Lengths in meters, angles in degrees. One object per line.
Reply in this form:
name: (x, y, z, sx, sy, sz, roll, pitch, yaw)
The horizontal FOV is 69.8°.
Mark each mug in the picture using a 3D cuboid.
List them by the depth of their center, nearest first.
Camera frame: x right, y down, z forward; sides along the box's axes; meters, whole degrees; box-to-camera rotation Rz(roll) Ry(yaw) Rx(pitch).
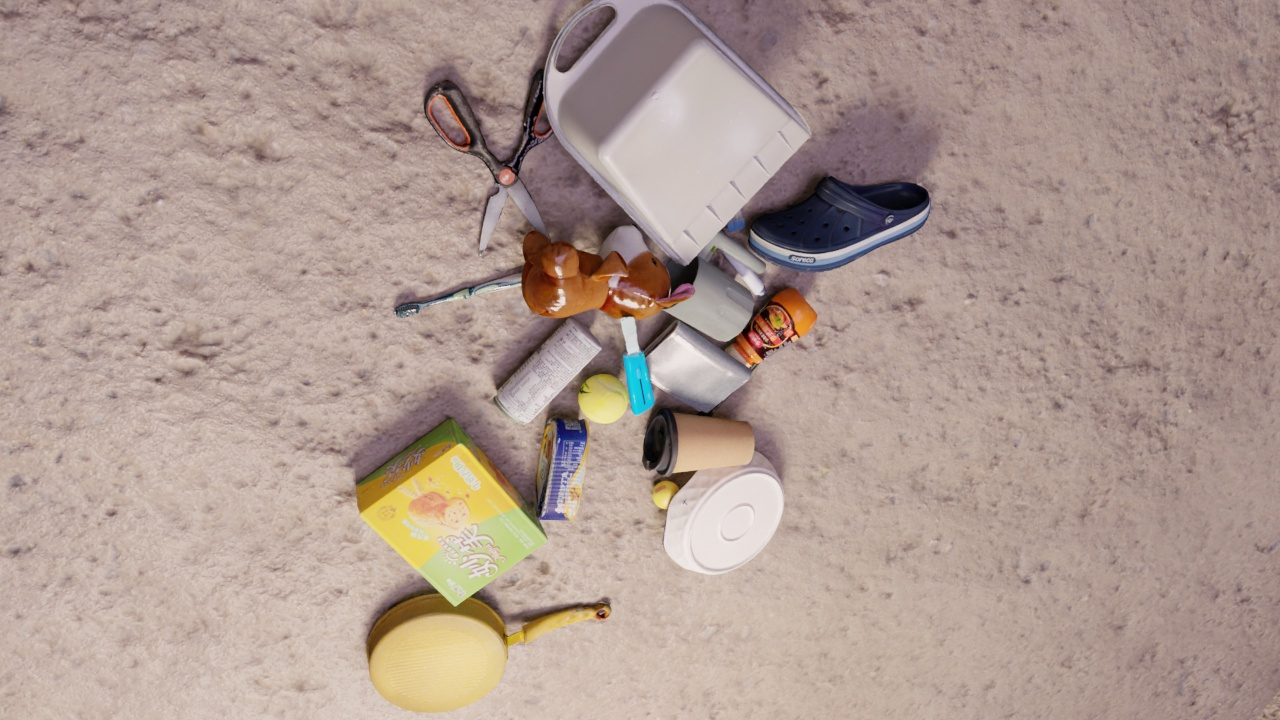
mug: (0.094, -0.097, 1.171, 0.103, 0.083, 0.124, 29, 100, -31)

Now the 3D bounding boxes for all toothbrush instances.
toothbrush: (-0.203, -0.081, 1.108, 0.191, 0.018, 0.016, -16, 119, -12)
toothbrush: (0.142, 0.019, 1.287, 0.017, 0.012, 0.186, 39, 98, -20)

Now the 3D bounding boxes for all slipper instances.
slipper: (0.262, -0.187, 1.173, 0.252, 0.105, 0.095, -16, 127, -15)

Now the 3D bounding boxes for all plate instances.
plate: (0.130, 0.229, 1.342, 0.204, 0.045, 0.205, -16, 122, -28)

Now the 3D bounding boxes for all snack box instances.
snack box: (-0.244, 0.201, 1.202, 0.157, 0.070, 0.210, -35, 121, -1)

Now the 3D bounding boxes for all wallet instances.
wallet: (0.066, 0.011, 1.229, 0.129, 0.036, 0.107, 32, 126, -23)

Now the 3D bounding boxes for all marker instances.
marker: (0.127, -0.132, 1.202, 0.023, 0.018, 0.130, -32, 123, 19)

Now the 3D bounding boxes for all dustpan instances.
dustpan: (0.024, -0.280, 1.042, 0.223, 0.142, 0.257, -46, 138, 9)

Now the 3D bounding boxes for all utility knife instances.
utility knife: (-0.007, 0.007, 1.165, 0.034, 0.018, 0.223, -23, 148, -8)

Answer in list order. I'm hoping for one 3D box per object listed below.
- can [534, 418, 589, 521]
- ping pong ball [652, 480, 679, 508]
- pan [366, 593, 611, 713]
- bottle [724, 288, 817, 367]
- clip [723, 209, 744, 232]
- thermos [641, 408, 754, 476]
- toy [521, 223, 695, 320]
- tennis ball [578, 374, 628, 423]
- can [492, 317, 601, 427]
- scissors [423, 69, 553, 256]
can: (-0.106, 0.146, 1.224, 0.049, 0.074, 0.148, 4, 113, -18)
ping pong ball: (0.037, 0.193, 1.317, 0.040, 0.040, 0.040, -8, 117, -16)
pan: (-0.212, 0.404, 1.330, 0.357, 0.078, 0.198, -3, 119, -11)
bottle: (0.167, -0.032, 1.246, 0.149, 0.066, 0.067, -40, 122, 10)
clip: (0.117, -0.194, 1.170, 0.025, 0.036, 0.058, -16, 123, -10)
thermos: (0.079, 0.113, 1.260, 0.143, 0.093, 0.093, 2, 114, -18)
toy: (-0.042, -0.103, 1.088, 0.199, 0.140, 0.130, 12, 102, -28)
tennis ball: (-0.049, 0.050, 1.201, 0.065, 0.065, 0.065, -8, 117, -16)
can: (-0.118, 0.014, 1.163, 0.147, 0.058, 0.058, -46, 121, 6)
scissors: (-0.154, -0.233, 1.049, 0.221, 0.021, 0.232, 37, 98, -30)
